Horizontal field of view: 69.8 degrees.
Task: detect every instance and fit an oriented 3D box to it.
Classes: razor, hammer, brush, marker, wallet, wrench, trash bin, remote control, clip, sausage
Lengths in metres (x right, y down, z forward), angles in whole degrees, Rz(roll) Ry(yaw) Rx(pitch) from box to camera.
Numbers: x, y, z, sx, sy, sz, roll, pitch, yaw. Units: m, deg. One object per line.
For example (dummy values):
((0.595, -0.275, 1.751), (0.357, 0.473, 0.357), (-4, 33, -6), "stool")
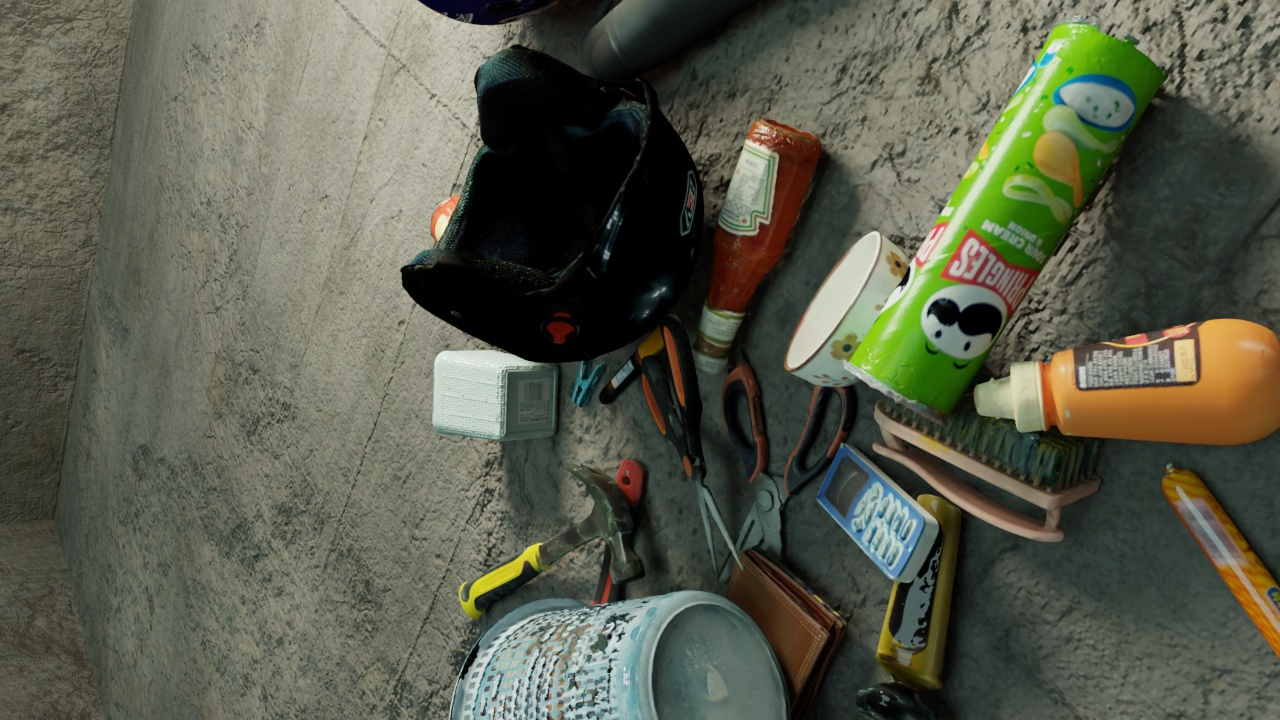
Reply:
((0.188, 0.174, 0.624), (0.062, 0.067, 0.167), (12, 93, 38), "razor")
((-0.108, 0.204, 0.950), (0.324, 0.031, 0.126), (-37, 61, 45), "hammer")
((0.212, 0.058, 0.593), (0.146, 0.063, 0.073), (27, 117, 45), "brush")
((-0.005, 0.005, 0.864), (0.124, 0.015, 0.018), (-47, 56, 40), "marker")
((0.102, 0.221, 0.728), (0.101, 0.032, 0.125), (41, 129, 40), "wallet")
((-0.034, 0.225, 0.896), (0.056, 0.016, 0.274), (29, 112, 43), "wrench")
((-0.002, 0.274, 0.705), (0.196, 0.226, 0.226), (-34, 66, 42), "trash bin")
((0.163, 0.104, 0.640), (0.049, 0.024, 0.125), (-67, 22, 13), "remote control")
((-0.054, 0.021, 0.917), (0.038, 0.013, 0.055), (42, 118, 39), "clip")
((0.333, 0.127, 0.492), (0.022, 0.021, 0.165), (-45, 59, 38), "sausage")

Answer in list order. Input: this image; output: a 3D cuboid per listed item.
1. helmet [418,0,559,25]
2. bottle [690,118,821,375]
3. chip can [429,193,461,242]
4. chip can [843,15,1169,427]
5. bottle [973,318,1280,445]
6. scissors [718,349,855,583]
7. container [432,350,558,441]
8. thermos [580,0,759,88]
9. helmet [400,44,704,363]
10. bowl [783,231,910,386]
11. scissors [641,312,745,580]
((-0.144, -0.432, 0.840), (0.315, 0.247, 0.241), (54, 166, 39), "helmet")
((0.084, -0.085, 0.733), (0.060, 0.059, 0.206), (38, 119, 41), "bottle")
((-0.150, -0.098, 0.976), (0.216, 0.073, 0.073), (47, 123, 36), "chip can")
((0.212, -0.078, 0.543), (0.072, 0.072, 0.236), (37, 101, 41), "chip can")
((0.263, 0.016, 0.505), (0.150, 0.066, 0.066), (-6, 86, 25), "bottle")
((0.108, 0.091, 0.742), (0.190, 0.015, 0.226), (-31, 69, 43), "scissors")
((-0.150, 0.038, 0.968), (0.112, 0.090, 0.090), (7, 96, 44), "container")
((0.042, -0.316, 0.766), (0.243, 0.068, 0.090), (-17, 84, 46), "thermos")
((-0.058, -0.113, 0.766), (0.275, 0.230, 0.233), (-9, 59, 42), "helmet")
((0.156, -0.026, 0.639), (0.062, 0.113, 0.114), (30, 121, -5), "bowl")
((0.041, 0.065, 0.764), (0.229, 0.021, 0.221), (-129, 29, -62), "scissors")
